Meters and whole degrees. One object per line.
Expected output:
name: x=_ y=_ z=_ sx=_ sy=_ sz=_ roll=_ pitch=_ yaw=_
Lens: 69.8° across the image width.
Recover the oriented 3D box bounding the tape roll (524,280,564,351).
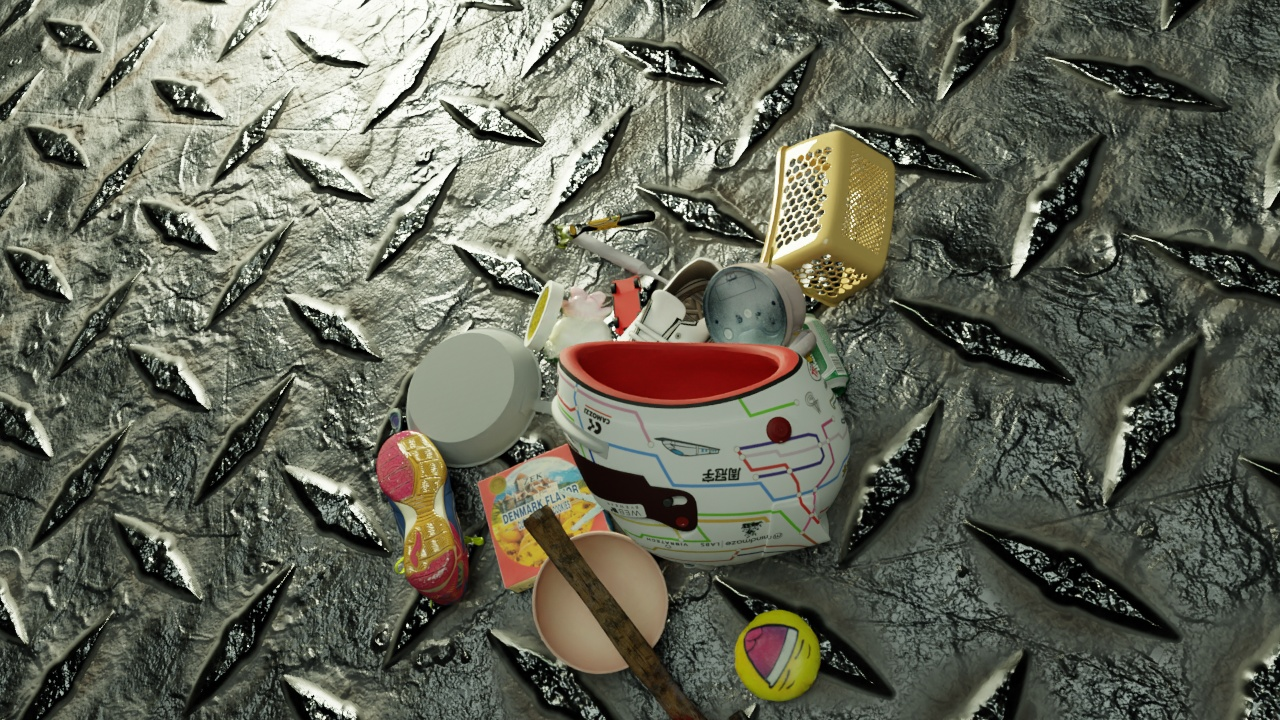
tape roll: x=-0.127 y=-0.059 z=1.205 sx=0.019 sy=0.094 sz=0.094 roll=21 pitch=70 yaw=-16

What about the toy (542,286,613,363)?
toy: x=-0.075 y=-0.043 z=1.204 sx=0.096 sy=0.041 sz=0.108 roll=7 pitch=75 yaw=4

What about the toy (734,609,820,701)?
toy: x=0.146 y=0.315 z=0.980 sx=0.094 sy=0.041 sz=0.095 roll=23 pitch=76 yaw=30

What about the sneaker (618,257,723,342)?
sneaker: x=0.025 y=-0.035 z=1.114 sx=0.091 sy=0.097 sz=0.245 roll=38 pitch=69 yaw=25

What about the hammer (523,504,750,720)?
hammer: x=-0.022 y=0.299 z=0.974 sx=0.120 sy=0.033 sz=0.330 roll=-37 pitch=86 yaw=-3

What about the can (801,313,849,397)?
can: x=0.208 y=-0.003 z=1.093 sx=0.053 sy=0.053 sz=0.101 roll=-24 pitch=63 yaw=6

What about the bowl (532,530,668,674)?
bowl: x=-0.044 y=0.266 z=1.031 sx=0.153 sy=0.076 sz=0.153 roll=0 pitch=84 yaw=-1

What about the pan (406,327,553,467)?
pan: x=-0.157 y=0.053 z=1.193 sx=0.357 sy=0.051 sz=0.200 roll=8 pitch=70 yaw=23

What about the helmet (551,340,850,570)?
helmet: x=0.064 y=0.105 z=0.989 sx=0.315 sy=0.230 sz=0.236 roll=2 pitch=111 yaw=7

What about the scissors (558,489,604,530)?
scissors: x=-0.039 y=0.159 z=1.090 sx=0.129 sy=0.014 sz=0.118 roll=12 pitch=54 yaw=-18

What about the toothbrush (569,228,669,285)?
toothbrush: x=-0.023 y=-0.136 z=1.242 sx=0.188 sy=0.019 sz=0.018 roll=29 pitch=59 yaw=27

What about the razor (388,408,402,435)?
razor: x=-0.320 y=0.125 z=1.223 sx=0.044 sy=0.018 sz=0.140 roll=-21 pitch=63 yaw=8

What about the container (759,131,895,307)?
container: x=0.216 y=-0.167 z=1.132 sx=0.167 sy=0.129 sz=0.183 roll=-22 pitch=52 yaw=56

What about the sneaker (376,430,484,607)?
sneaker: x=-0.271 y=0.196 z=1.144 sx=0.116 sy=0.091 sz=0.241 roll=-26 pitch=52 yaw=1

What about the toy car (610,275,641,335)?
toy car: x=-0.016 y=-0.073 z=1.205 sx=0.038 sy=0.025 sz=0.089 roll=-12 pitch=59 yaw=12

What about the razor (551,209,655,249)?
razor: x=-0.050 y=-0.186 z=1.259 sx=0.144 sy=0.021 sz=0.044 roll=-11 pitch=52 yaw=-3

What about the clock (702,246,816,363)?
clock: x=0.142 y=-0.042 z=1.067 sx=0.117 sy=0.058 sz=0.158 roll=-20 pitch=93 yaw=47

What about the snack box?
snack box: x=-0.112 y=0.189 z=1.117 sx=0.143 sy=0.040 sz=0.144 roll=-24 pitch=62 yaw=6
